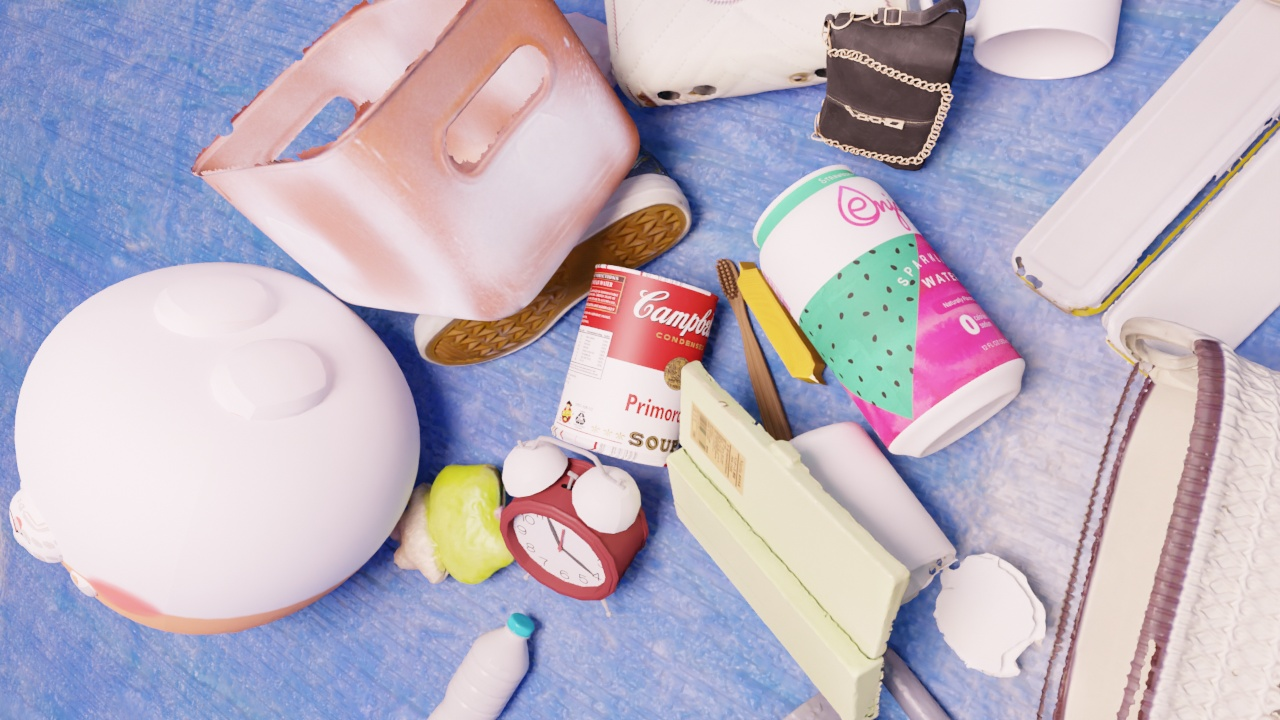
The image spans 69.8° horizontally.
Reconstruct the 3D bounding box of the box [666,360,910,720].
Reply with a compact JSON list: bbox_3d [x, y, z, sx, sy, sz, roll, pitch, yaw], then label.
[{"bbox_3d":[0.073,0.101,0.521,0.030,0.139,0.187,-23,45,-20],"label":"box"}]

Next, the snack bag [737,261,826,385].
[{"bbox_3d":[0.092,-0.024,0.602,0.020,0.026,0.099,-38,70,25],"label":"snack bag"}]

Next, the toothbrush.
[{"bbox_3d":[0.079,0.007,0.610,0.016,0.016,0.166,-23,74,25],"label":"toothbrush"}]

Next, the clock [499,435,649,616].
[{"bbox_3d":[-0.046,0.105,0.610,0.096,0.048,0.138,18,134,21],"label":"clock"}]

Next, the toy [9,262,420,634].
[{"bbox_3d":[-0.307,0.072,0.670,0.263,0.264,0.282,46,129,19],"label":"toy"}]

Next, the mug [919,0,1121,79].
[{"bbox_3d":[0.218,-0.220,0.528,0.111,0.073,0.090,9,88,19],"label":"mug"}]

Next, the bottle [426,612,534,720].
[{"bbox_3d":[-0.119,0.244,0.669,0.044,0.044,0.136,37,101,26],"label":"bottle"}]

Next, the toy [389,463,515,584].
[{"bbox_3d":[-0.146,0.128,0.699,0.118,0.043,0.092,-23,76,27],"label":"toy"}]

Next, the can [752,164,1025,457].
[{"bbox_3d":[0.142,-0.030,0.540,0.088,0.088,0.166,-39,68,18],"label":"can"}]

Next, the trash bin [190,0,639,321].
[{"bbox_3d":[-0.146,-0.137,0.609,0.260,0.157,0.181,7,57,49],"label":"trash bin"}]

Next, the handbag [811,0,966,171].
[{"bbox_3d":[0.142,-0.161,0.540,0.079,0.129,0.054,15,68,12],"label":"handbag"}]

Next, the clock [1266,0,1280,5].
[{"bbox_3d":[0.336,-0.224,0.462,0.141,0.054,0.092,1,58,24],"label":"clock"}]

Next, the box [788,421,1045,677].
[{"bbox_3d":[0.145,0.112,0.522,0.084,0.094,0.165,-56,51,34],"label":"box"}]

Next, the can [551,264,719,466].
[{"bbox_3d":[-0.003,0.004,0.614,0.087,0.086,0.116,15,90,28],"label":"can"}]

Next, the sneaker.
[{"bbox_3d":[-0.076,-0.078,0.668,0.236,0.087,0.079,-30,60,20],"label":"sneaker"}]

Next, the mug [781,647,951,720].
[{"bbox_3d":[0.130,0.241,0.527,0.124,0.084,0.104,-35,65,-6],"label":"mug"}]

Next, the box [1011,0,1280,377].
[{"bbox_3d":[0.313,-0.095,0.489,0.128,0.045,0.210,44,104,22],"label":"box"}]

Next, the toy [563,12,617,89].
[{"bbox_3d":[-0.064,-0.210,0.694,0.108,0.053,0.105,24,106,28],"label":"toy"}]

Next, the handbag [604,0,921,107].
[{"bbox_3d":[0.079,-0.246,0.596,0.199,0.096,0.142,-2,84,26],"label":"handbag"}]

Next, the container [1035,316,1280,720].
[{"bbox_3d":[0.264,0.117,0.412,0.143,0.184,0.251,14,90,19],"label":"container"}]
